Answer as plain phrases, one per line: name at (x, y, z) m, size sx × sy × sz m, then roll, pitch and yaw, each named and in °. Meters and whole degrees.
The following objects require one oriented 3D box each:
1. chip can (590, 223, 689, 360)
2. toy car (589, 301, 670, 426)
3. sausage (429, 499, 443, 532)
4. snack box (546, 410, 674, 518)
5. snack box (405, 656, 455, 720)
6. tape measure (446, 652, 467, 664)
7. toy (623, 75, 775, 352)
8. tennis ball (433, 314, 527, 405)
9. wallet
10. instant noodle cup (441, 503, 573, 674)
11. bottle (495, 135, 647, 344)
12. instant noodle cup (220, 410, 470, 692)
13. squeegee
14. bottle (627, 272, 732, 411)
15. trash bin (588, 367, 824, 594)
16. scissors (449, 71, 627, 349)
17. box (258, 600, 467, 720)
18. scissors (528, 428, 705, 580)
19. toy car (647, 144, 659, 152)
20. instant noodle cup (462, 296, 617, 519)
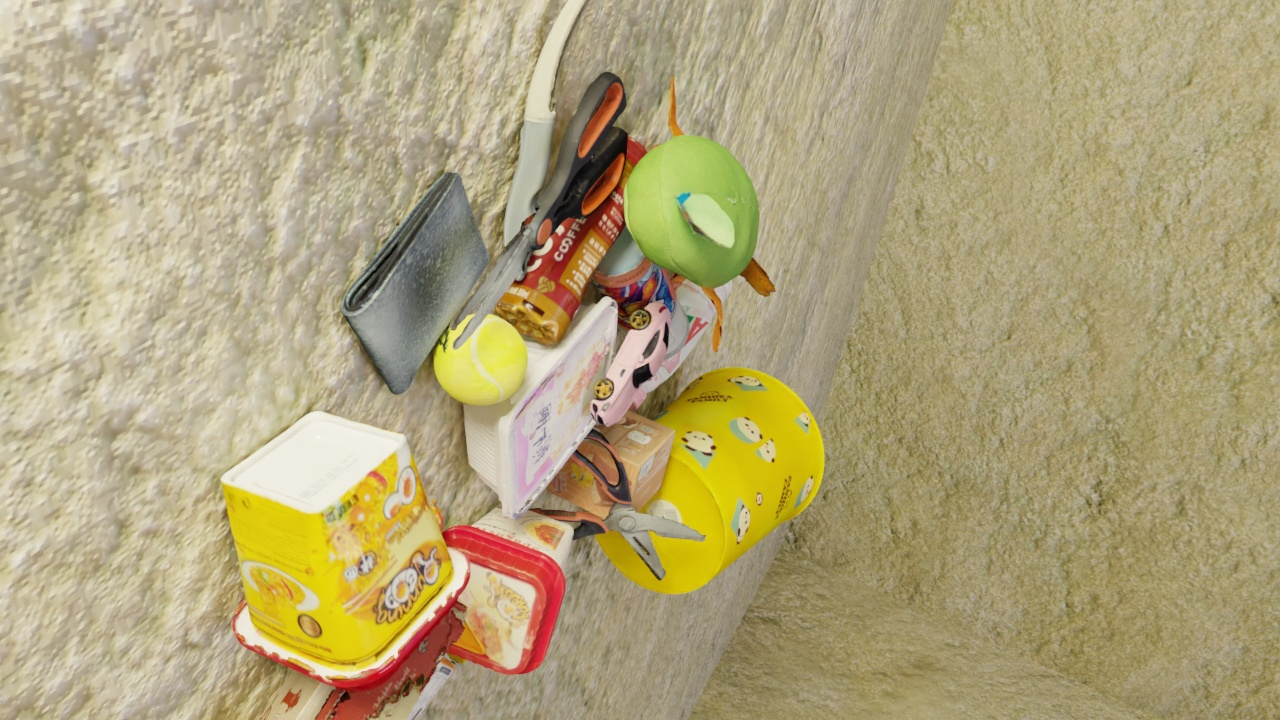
chip can at (-0.004, -0.068, 0.870) m, size 0.071 × 0.071 × 0.215 m, roll -63°, pitch 161°, yaw -13°
toy car at (-0.005, 0.005, 0.817) m, size 0.122 × 0.037 × 0.056 m, roll -62°, pitch 160°, yaw -15°
sausage at (-0.180, 0.183, 0.737) m, size 0.021 × 0.021 × 0.165 m, roll -27°, pitch 137°, yaw -64°
snack box at (-0.031, 0.105, 0.957) m, size 0.092 × 0.094 × 0.077 m, roll -37°, pitch 145°, yaw -58°
snack box at (-0.214, 0.294, 0.726) m, size 0.153 × 0.026 × 0.075 m, roll -51°, pitch 159°, yaw -18°
tape measure at (-0.160, 0.243, 0.857) m, size 0.057 × 0.029 × 0.060 m, roll -41°, pitch 149°, yaw -52°
toy at (0.049, -0.120, 0.752) m, size 0.246 × 0.090 × 0.227 m, roll -10°, pitch 86°, yaw -70°
tennis ball at (-0.112, 0.000, 0.644) m, size 0.065 × 0.065 × 0.066 m, roll -55°, pitch 158°, yaw -35°
wallet at (-0.139, -0.049, 0.589) m, size 0.120 × 0.019 × 0.097 m, roll -61°, pitch 163°, yaw -25°
instant noodle cup at (-0.117, 0.190, 0.801) m, size 0.124 × 0.116 × 0.117 m, roll -48°, pitch 156°, yaw -72°
bottle at (-0.049, -0.099, 0.722) m, size 0.174 × 0.057 × 0.057 m, roll -63°, pitch 162°, yaw -16°
instant noodle cup at (-0.175, 0.105, 0.533) m, size 0.115 × 0.116 × 0.124 m, roll -46°, pitch 141°, yaw -49°
squeegee at (-0.061, -0.172, 0.633) m, size 0.245 × 0.039 × 0.247 m, roll -52°, pitch 165°, yaw -67°
bottle at (0.031, -0.030, 1.026) m, size 0.196 × 0.068 × 0.068 m, roll -56°, pitch 159°, yaw -24°
trash bin at (0.078, 0.150, 1.146) m, size 0.254 × 0.230 × 0.230 m, roll -27°, pitch 136°, yaw -56°
scissors at (-0.066, -0.108, 0.606) m, size 0.233 × 0.022 × 0.161 m, roll -47°, pitch 155°, yaw -53°
box at (-0.187, 0.225, 0.614) m, size 0.091 × 0.080 × 0.168 m, roll -18°, pitch -144°, yaw 57°
scissors at (-0.031, 0.146, 0.894) m, size 0.015 × 0.226 × 0.189 m, roll -122°, pitch -145°, yaw -58°
toy car at (0.018, -0.144, 0.875) m, size 0.045 × 0.053 × 0.121 m, roll -45°, pitch 149°, yaw -48°
instant noodle cup at (-0.085, 0.031, 0.769) m, size 0.173 × 0.060 × 0.138 m, roll -50°, pitch 155°, yaw -41°
